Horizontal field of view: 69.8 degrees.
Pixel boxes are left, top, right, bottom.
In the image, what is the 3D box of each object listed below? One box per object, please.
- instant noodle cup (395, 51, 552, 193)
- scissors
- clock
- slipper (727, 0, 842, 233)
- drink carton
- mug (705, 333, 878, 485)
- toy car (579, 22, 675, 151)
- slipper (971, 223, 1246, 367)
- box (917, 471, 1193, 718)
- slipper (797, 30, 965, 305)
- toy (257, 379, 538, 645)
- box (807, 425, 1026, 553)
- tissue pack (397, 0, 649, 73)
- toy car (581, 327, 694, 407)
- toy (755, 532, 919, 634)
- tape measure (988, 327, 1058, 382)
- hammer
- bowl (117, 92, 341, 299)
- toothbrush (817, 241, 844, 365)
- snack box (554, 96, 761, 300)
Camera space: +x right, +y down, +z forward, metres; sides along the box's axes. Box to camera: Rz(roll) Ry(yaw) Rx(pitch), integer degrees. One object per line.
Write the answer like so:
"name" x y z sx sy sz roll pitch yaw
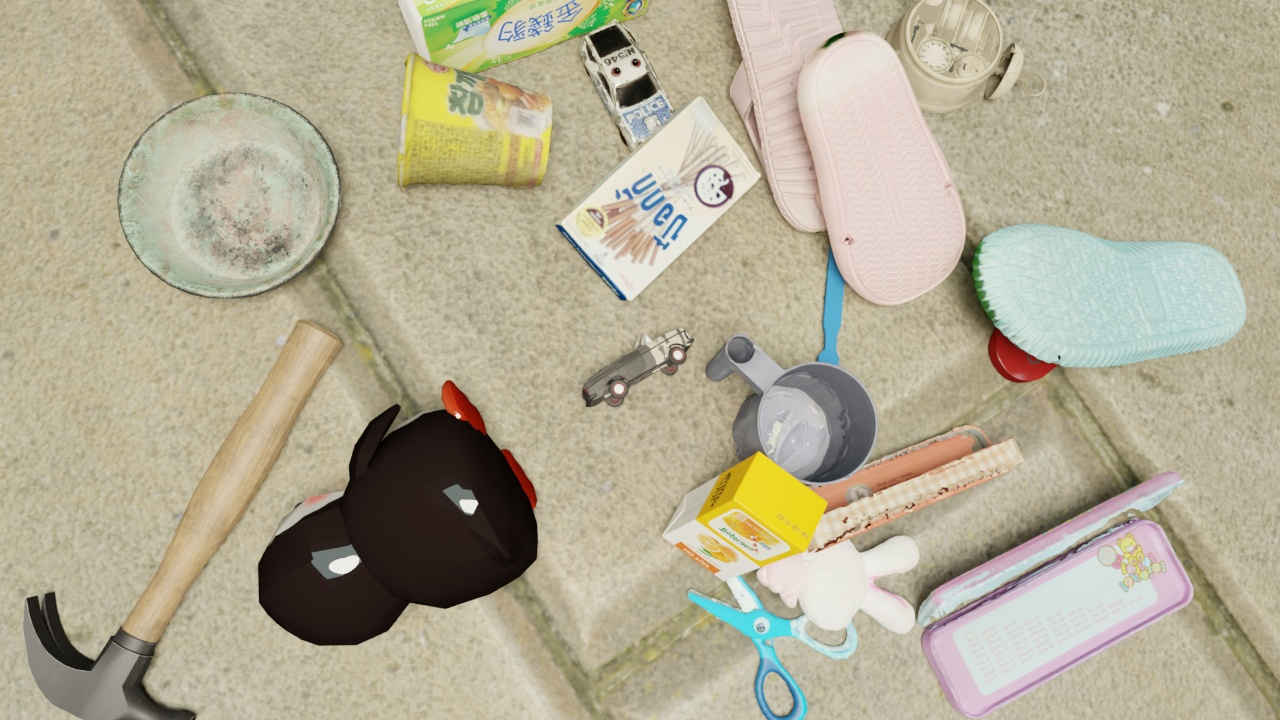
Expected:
"instant noodle cup" -0.125 -0.172 0.689 0.108 0.102 0.102 5 80 -13
"scissors" 0.088 0.212 0.685 0.140 0.013 0.113 25 77 -3
"clock" 0.268 -0.250 0.752 0.141 0.055 0.093 21 80 1
"slipper" 0.121 -0.221 0.729 0.094 0.064 0.239 -18 98 -9
"drink carton" 0.068 0.113 0.643 0.058 0.123 0.040 37 59 -5
"mug" 0.100 0.036 0.667 0.124 0.104 0.083 42 80 2
"toy car" -0.007 -0.217 0.729 0.048 0.040 0.113 -27 85 -8
"slipper" 0.361 -0.046 0.719 0.275 0.070 0.116 -3 72 -23
"box" 0.310 0.167 0.687 0.214 0.062 0.140 -24 119 -8
"slipper" 0.174 -0.136 0.687 0.106 0.055 0.222 -31 119 -5
"toy" -0.168 0.127 0.613 0.184 0.140 0.159 -31 122 2
"box" 0.193 0.090 0.677 0.187 0.076 0.055 -19 123 -16
"tissue pack" -0.101 -0.324 0.704 0.197 0.120 0.141 -21 82 -15
"toy car" -0.004 0.004 0.693 0.092 0.040 0.037 -30 82 -12
"toy" 0.145 0.162 0.684 0.125 0.037 0.075 6 75 -8
"tape measure" 0.304 -0.012 0.736 0.051 0.019 0.059 -37 86 -6
"hammer" -0.311 0.107 0.656 0.132 0.040 0.305 28 79 -4
"bowl" -0.301 -0.119 0.688 0.157 0.038 0.157 1 81 -5
"toothbrush" 0.154 -0.051 0.734 0.016 0.014 0.166 9 76 -4
"snack box" 0.015 -0.125 0.712 0.150 0.026 0.082 -44 108 -9
